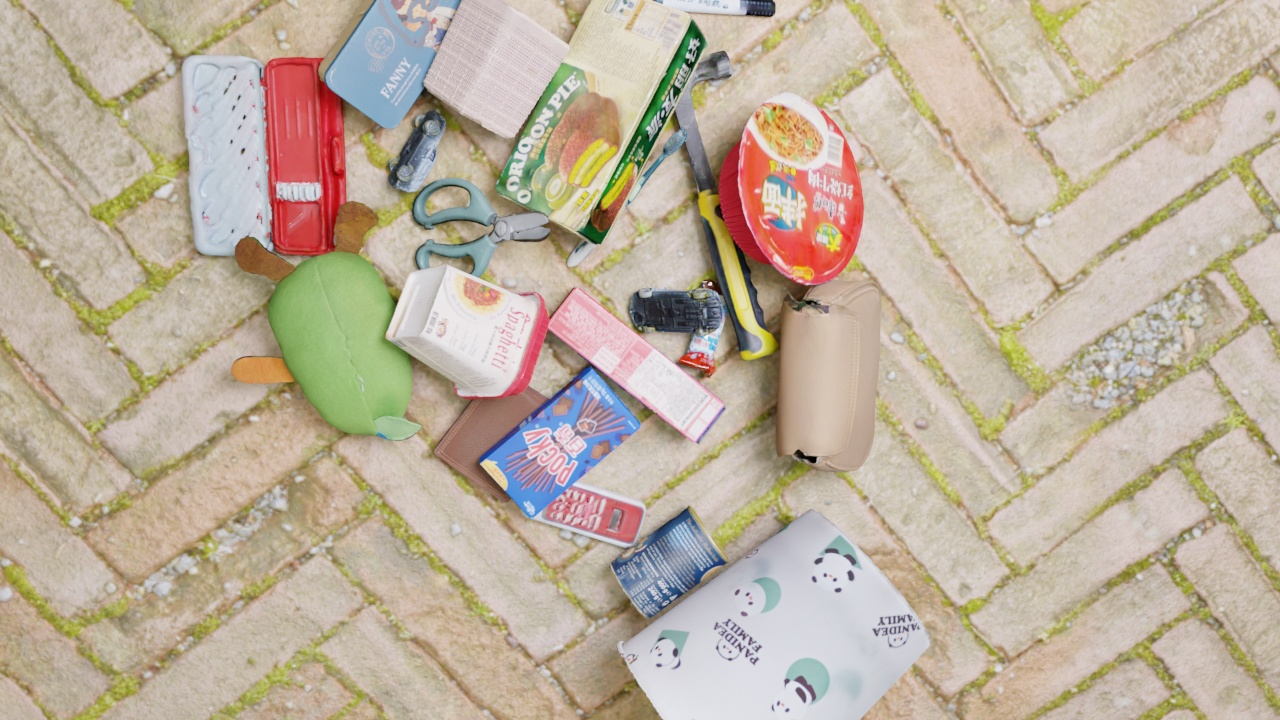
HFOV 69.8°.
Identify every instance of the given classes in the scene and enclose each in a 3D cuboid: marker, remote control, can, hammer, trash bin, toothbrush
[{"bbox_3d":[0.078,-0.378,0.971,0.130,0.018,0.022,2,87,-5],"label":"marker"},{"bbox_3d":[-0.063,0.165,1.018,0.136,0.020,0.056,19,95,-7],"label":"remote control"},{"bbox_3d":[0.031,0.221,1.003,0.111,0.075,0.075,-36,98,0],"label":"can"},{"bbox_3d":[0.076,-0.157,0.975,0.126,0.032,0.323,-17,92,-1],"label":"hammer"},{"bbox_3d":[0.143,0.304,0.956,0.251,0.229,0.229,-40,98,-6],"label":"trash bin"},{"bbox_3d":[-0.017,-0.168,0.961,0.016,0.018,0.192,45,109,5],"label":"toothbrush"}]

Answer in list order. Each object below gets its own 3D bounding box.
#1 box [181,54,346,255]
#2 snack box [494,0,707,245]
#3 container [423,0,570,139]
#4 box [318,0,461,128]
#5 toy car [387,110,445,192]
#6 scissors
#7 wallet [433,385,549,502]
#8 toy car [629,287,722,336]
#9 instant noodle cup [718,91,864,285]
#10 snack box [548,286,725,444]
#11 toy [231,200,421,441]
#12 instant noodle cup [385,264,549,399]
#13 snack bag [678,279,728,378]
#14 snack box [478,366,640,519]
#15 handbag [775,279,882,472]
[{"bbox_3d":[-0.384,-0.209,0.944,0.158,0.038,0.201,-1,97,-4],"label":"box"},{"bbox_3d":[-0.040,-0.248,0.930,0.114,0.063,0.240,29,94,23],"label":"snack box"},{"bbox_3d":[-0.145,-0.292,0.910,0.090,0.090,0.111,39,103,34],"label":"container"},{"bbox_3d":[-0.245,-0.319,0.916,0.089,0.059,0.184,31,92,-36],"label":"box"},{"bbox_3d":[-0.230,-0.216,0.953,0.034,0.043,0.090,27,97,-34],"label":"toy car"},{"bbox_3d":[-0.165,-0.146,0.937,0.180,0.019,0.139,-11,91,28],"label":"scissors"},{"bbox_3d":[-0.150,0.081,0.998,0.101,0.032,0.124,37,93,-10],"label":"wallet"},{"bbox_3d":[0.038,-0.054,0.981,0.106,0.031,0.049,4,109,28],"label":"toy car"},{"bbox_3d":[0.147,-0.170,0.945,0.193,0.066,0.193,4,84,-39],"label":"instant noodle cup"},{"bbox_3d":[-0.006,0.006,0.987,0.207,0.057,0.058,38,89,-7],"label":"snack box"},{"bbox_3d":[-0.307,-0.029,0.943,0.227,0.090,0.247,-18,103,-9],"label":"toy"},{"bbox_3d":[-0.174,-0.031,0.916,0.124,0.117,0.116,30,68,-39],"label":"instant noodle cup"},{"bbox_3d":[0.075,-0.035,1.003,0.045,0.026,0.105,17,91,-7],"label":"snack bag"},{"bbox_3d":[-0.086,0.088,0.980,0.157,0.026,0.084,-40,105,-1],"label":"snack box"},{"bbox_3d":[0.193,0.015,0.966,0.100,0.147,0.204,5,95,32],"label":"handbag"}]
